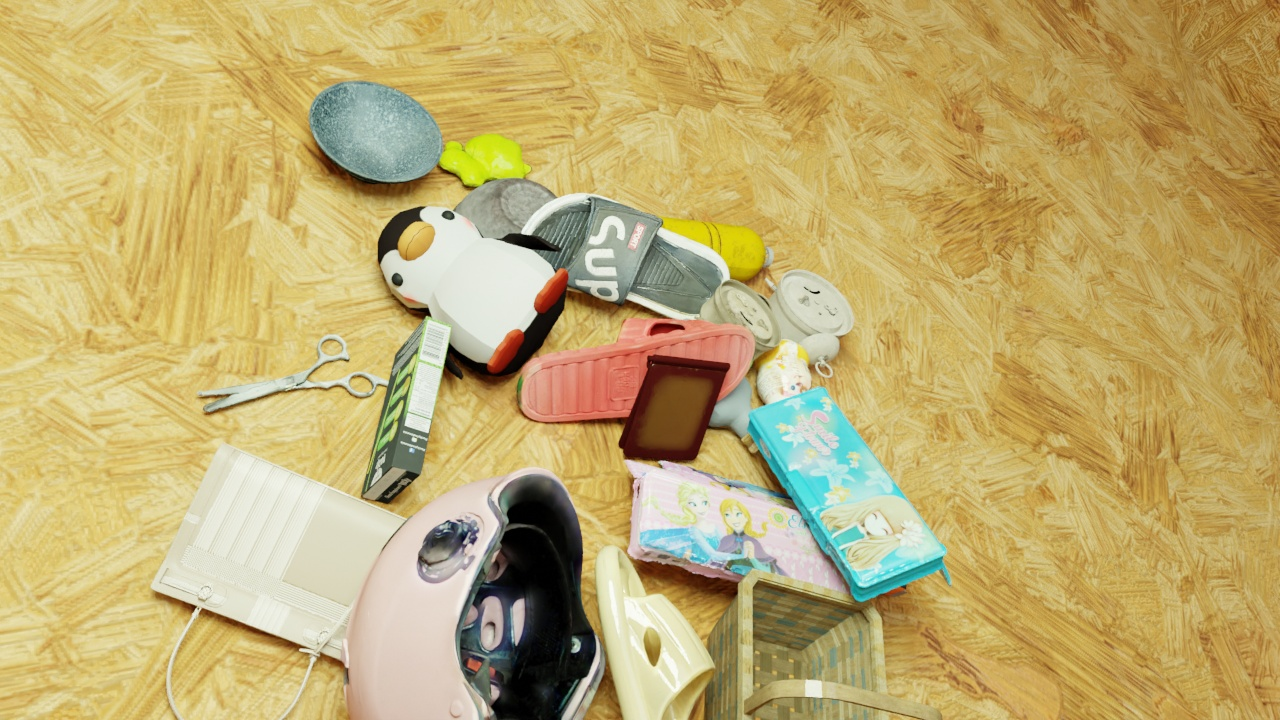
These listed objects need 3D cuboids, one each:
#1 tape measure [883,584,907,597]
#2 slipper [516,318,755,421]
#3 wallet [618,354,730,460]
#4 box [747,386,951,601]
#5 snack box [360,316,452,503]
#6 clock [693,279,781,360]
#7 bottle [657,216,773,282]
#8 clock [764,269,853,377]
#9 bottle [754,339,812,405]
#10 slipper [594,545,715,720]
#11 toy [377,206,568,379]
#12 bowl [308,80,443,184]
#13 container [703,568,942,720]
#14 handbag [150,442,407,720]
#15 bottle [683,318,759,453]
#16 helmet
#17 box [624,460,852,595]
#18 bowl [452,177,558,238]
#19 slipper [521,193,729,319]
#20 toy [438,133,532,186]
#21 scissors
[{"bbox_3d":[0.253,0.220,0.986,0.058,0.038,0.058,22,51,-32],"label":"tape measure"},{"bbox_3d":[-0.006,0.005,0.935,0.248,0.104,0.059,-10,36,-11],"label":"slipper"},{"bbox_3d":[0.032,0.048,0.928,0.091,0.116,0.018,7,27,-25],"label":"wallet"},{"bbox_3d":[0.221,0.127,0.911,0.170,0.085,0.227,9,35,-35],"label":"box"},{"bbox_3d":[-0.206,0.043,0.811,0.025,0.080,0.147,22,54,-25],"label":"snack box"},{"bbox_3d":[0.115,-0.045,1.044,0.093,0.055,0.140,49,32,3],"label":"clock"},{"bbox_3d":[0.086,-0.132,1.103,0.163,0.071,0.071,2,59,-28],"label":"bottle"},{"bbox_3d":[0.204,-0.038,1.114,0.103,0.061,0.156,13,47,-24],"label":"clock"},{"bbox_3d":[0.163,0.030,1.039,0.063,0.063,0.108,18,49,-18],"label":"bottle"},{"bbox_3d":[0.028,0.277,0.769,0.079,0.111,0.261,-17,68,6],"label":"slipper"},{"bbox_3d":[-0.172,-0.075,0.906,0.184,0.140,0.159,35,81,8],"label":"toy"},{"bbox_3d":[-0.282,-0.225,0.968,0.137,0.057,0.136,14,54,-20],"label":"bowl"},{"bbox_3d":[0.146,0.305,0.768,0.157,0.187,0.249,19,52,-17],"label":"container"},{"bbox_3d":[-0.285,0.190,0.706,0.175,0.062,0.197,26,59,-12],"label":"handbag"},{"bbox_3d":[0.081,0.032,1.007,0.161,0.046,0.072,48,50,6],"label":"bottle"},{"bbox_3d":[-0.125,0.206,0.688,0.153,0.230,0.254,-5,59,20],"label":"helmet"},{"bbox_3d":[0.096,0.149,0.897,0.230,0.063,0.160,18,32,-19],"label":"box"},{"bbox_3d":[-0.130,-0.145,0.993,0.145,0.067,0.144,14,54,-21],"label":"bowl"},{"bbox_3d":[-0.004,-0.104,0.986,0.263,0.111,0.063,18,13,-37],"label":"slipper"},{"bbox_3d":[-0.177,-0.227,1.044,0.094,0.036,0.093,34,54,4],"label":"toy"},{"bbox_3d":[-0.301,0.027,0.820,0.118,0.014,0.160,40,46,1],"label":"scissors"}]
